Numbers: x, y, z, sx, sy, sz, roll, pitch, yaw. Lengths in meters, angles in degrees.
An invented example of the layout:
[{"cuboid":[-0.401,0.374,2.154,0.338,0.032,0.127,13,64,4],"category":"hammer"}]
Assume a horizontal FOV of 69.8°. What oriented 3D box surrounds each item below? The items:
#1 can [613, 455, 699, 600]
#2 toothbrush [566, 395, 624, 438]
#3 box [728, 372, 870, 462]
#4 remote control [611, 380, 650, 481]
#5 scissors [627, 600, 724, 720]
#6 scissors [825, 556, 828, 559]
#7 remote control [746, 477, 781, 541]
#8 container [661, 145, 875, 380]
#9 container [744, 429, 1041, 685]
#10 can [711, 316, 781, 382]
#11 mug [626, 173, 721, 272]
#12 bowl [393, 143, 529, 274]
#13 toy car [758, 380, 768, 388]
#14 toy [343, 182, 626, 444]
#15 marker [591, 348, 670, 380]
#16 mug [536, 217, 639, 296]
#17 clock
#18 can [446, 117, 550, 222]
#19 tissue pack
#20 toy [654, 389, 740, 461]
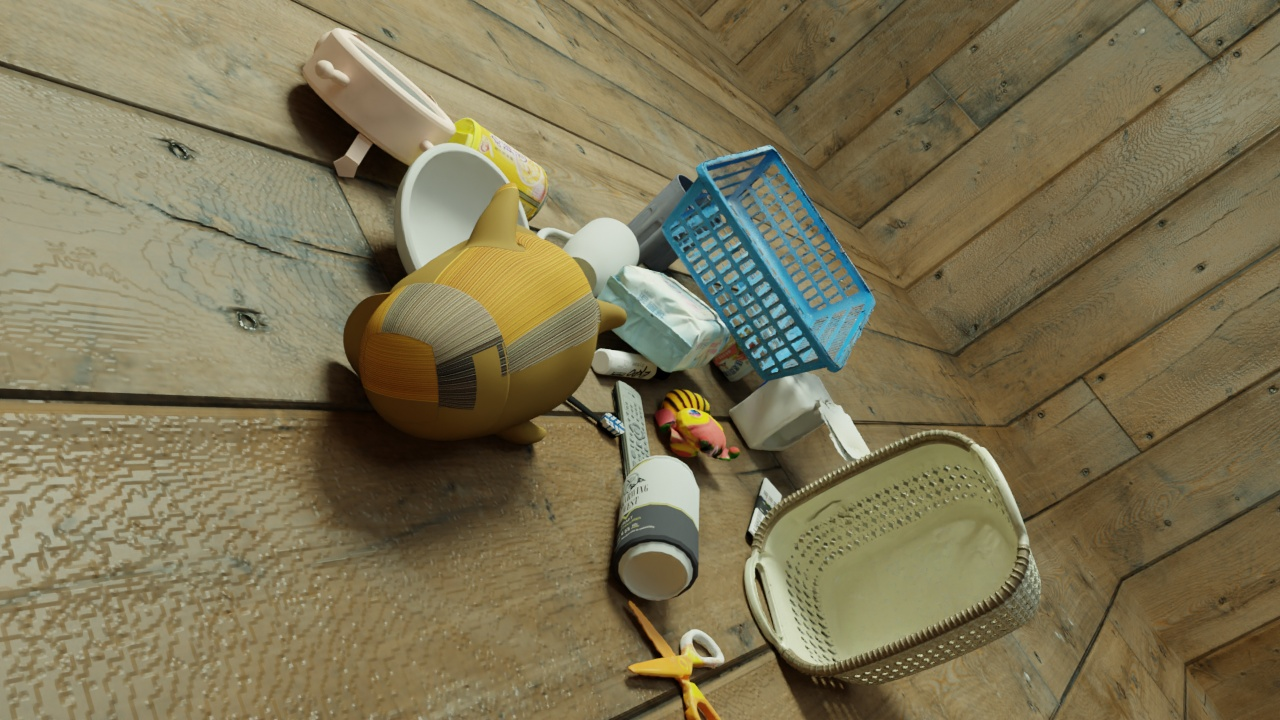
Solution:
[{"cuboid":[0.015,0.128,0.733,0.064,0.064,0.127,42,24,-18],"category":"can"},{"cuboid":[-0.078,0.019,0.797,0.167,0.014,0.014,39,36,-26],"category":"toothbrush"},{"cuboid":[0.198,0.085,1.061,0.108,0.126,0.136,9,48,-58],"category":"box"},{"cuboid":[-0.006,0.072,0.846,0.033,0.013,0.136,35,27,-32],"category":"remote control"},{"cuboid":[0.032,0.227,0.682,0.125,0.011,0.127,53,21,4],"category":"scissors"},{"cuboid":[0.255,0.275,1.018,0.141,0.014,0.173,41,25,-13],"category":"scissors"},{"cuboid":[0.129,0.161,0.961,0.028,0.012,0.124,49,23,-4],"category":"remote control"},{"cuboid":[0.158,-0.118,1.096,0.257,0.089,0.361,56,26,-2],"category":"container"},{"cuboid":[0.234,0.189,0.834,0.143,0.247,0.184,42,27,-40],"category":"container"},{"cuboid":[0.131,-0.016,1.139,0.043,0.086,0.086,49,23,-4],"category":"can"},{"cuboid":[0.036,-0.170,1.179,0.084,0.104,0.123,47,23,-8],"category":"mug"},{"cuboid":[-0.154,-0.101,0.764,0.149,0.043,0.149,18,68,-53],"category":"bowl"},{"cuboid":[0.190,0.053,1.207,0.062,0.033,0.091,50,22,17],"category":"toy car"},{"cuboid":[-0.118,-0.014,0.632,0.202,0.163,0.199,-43,132,-65],"category":"toy"},{"cuboid":[-0.006,0.005,0.935,0.125,0.025,0.025,8,47,-58],"category":"marker"},{"cuboid":[-0.066,-0.110,0.966,0.107,0.071,0.089,24,31,9],"category":"mug"},{"cuboid":[-0.237,-0.223,0.814,0.131,0.086,0.160,37,17,-31],"category":"clock"},{"cuboid":[-0.149,-0.187,0.911,0.105,0.068,0.067,28,31,-42],"category":"can"},{"cuboid":[0.030,-0.045,0.980,0.112,0.070,0.181,39,13,12],"category":"tissue pack"},{"cuboid":[0.054,0.067,0.926,0.084,0.046,0.103,11,28,-23],"category":"toy"}]
